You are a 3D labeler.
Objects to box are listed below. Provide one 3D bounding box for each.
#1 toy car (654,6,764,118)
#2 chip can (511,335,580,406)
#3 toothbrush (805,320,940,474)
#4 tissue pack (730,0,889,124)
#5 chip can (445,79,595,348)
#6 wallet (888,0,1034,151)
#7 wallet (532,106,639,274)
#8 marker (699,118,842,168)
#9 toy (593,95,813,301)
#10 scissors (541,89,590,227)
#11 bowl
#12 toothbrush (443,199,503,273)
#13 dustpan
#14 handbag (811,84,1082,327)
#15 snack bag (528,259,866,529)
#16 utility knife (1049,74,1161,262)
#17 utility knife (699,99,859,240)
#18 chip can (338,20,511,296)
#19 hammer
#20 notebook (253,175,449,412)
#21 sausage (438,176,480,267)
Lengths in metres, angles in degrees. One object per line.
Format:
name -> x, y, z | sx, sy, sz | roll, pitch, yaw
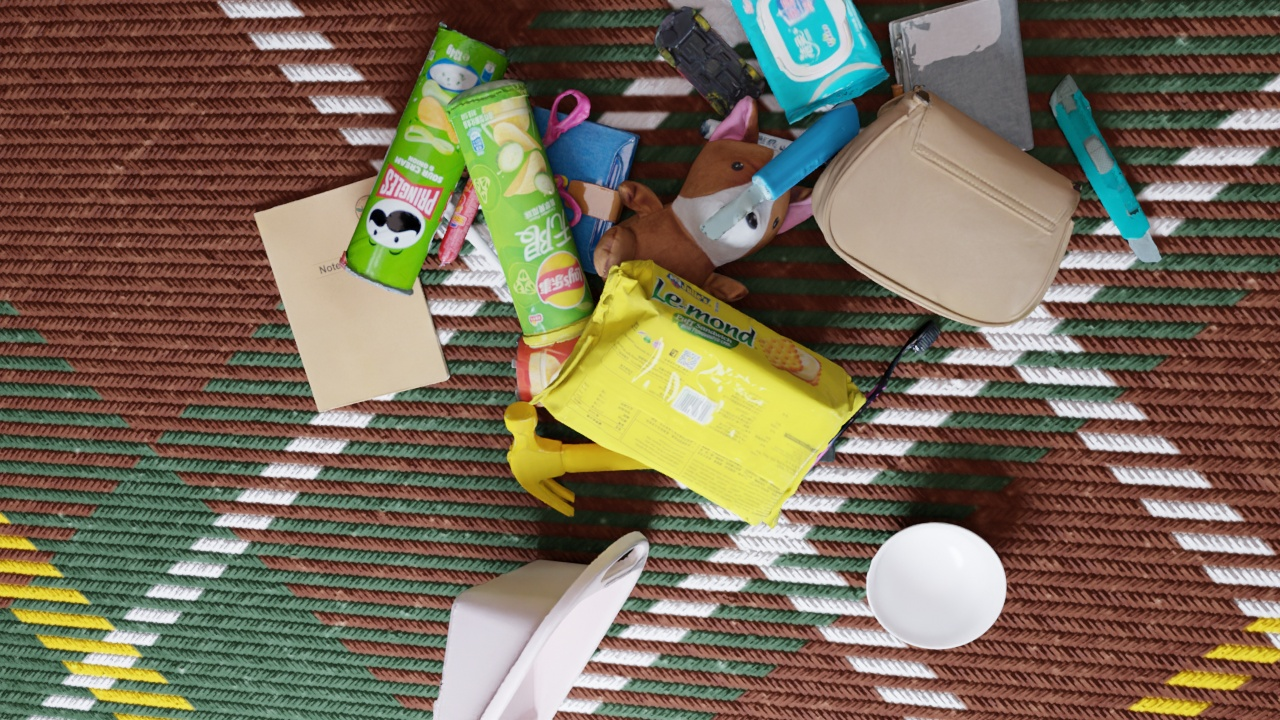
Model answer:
toy car -> 0.059, -0.259, 0.800 | 0.106, 0.031, 0.049 | 44, 103, -2
chip can -> -0.005, 0.005, 0.841 | 0.217, 0.073, 0.073 | -4, 100, 11
toothbrush -> 0.203, 0.039, 0.822 | 0.018, 0.014, 0.189 | 41, 90, -9
tissue pack -> 0.140, -0.275, 0.774 | 0.093, 0.050, 0.133 | -26, 96, 12
chip can -> -0.099, -0.125, 0.784 | 0.073, 0.072, 0.221 | -15, 103, 11
wallet -> 0.266, -0.230, 0.768 | 0.107, 0.037, 0.130 | -11, 110, 12
wallet -> -0.065, -0.154, 0.838 | 0.106, 0.040, 0.133 | 19, 104, 10
marker -> 0.116, -0.192, 0.811 | 0.131, 0.018, 0.022 | 17, 78, 5
toy -> 0.055, -0.116, 0.783 | 0.199, 0.130, 0.140 | -39, 113, -2
scissors -> -0.086, -0.181, 0.814 | 0.134, 0.017, 0.133 | -43, 79, 26
bowl -> 0.264, 0.193, 0.835 | 0.118, 0.064, 0.118 | 2, 100, 10
toothbrush -> -0.142, -0.102, 0.873 | 0.016, 0.016, 0.180 | -43, 89, 9
dustpan -> -0.079, 0.283, 0.830 | 0.139, 0.222, 0.273 | 5, 94, 20
handbag -> 0.248, -0.122, 0.753 | 0.204, 0.099, 0.148 | 27, 113, -13
snack bag -> 0.050, 0.033, 0.762 | 0.246, 0.068, 0.158 | 28, 114, -12
utility knife -> 0.393, -0.158, 0.774 | 0.029, 0.013, 0.176 | -30, 95, 15
utility knife -> 0.116, -0.154, 0.743 | 0.018, 0.217, 0.034 | -2, 122, 50
chip can -> -0.195, -0.179, 0.827 | 0.072, 0.072, 0.236 | 26, 99, 4
hammer -> 0.027, 0.087, 0.853 | 0.301, 0.032, 0.129 | -3, 129, 3
notebook -> -0.285, -0.063, 0.905 | 0.148, 0.008, 0.208 | -14, 98, 11
sausage -> -0.154, -0.157, 0.852 | 0.020, 0.020, 0.156 | 26, 96, 3
